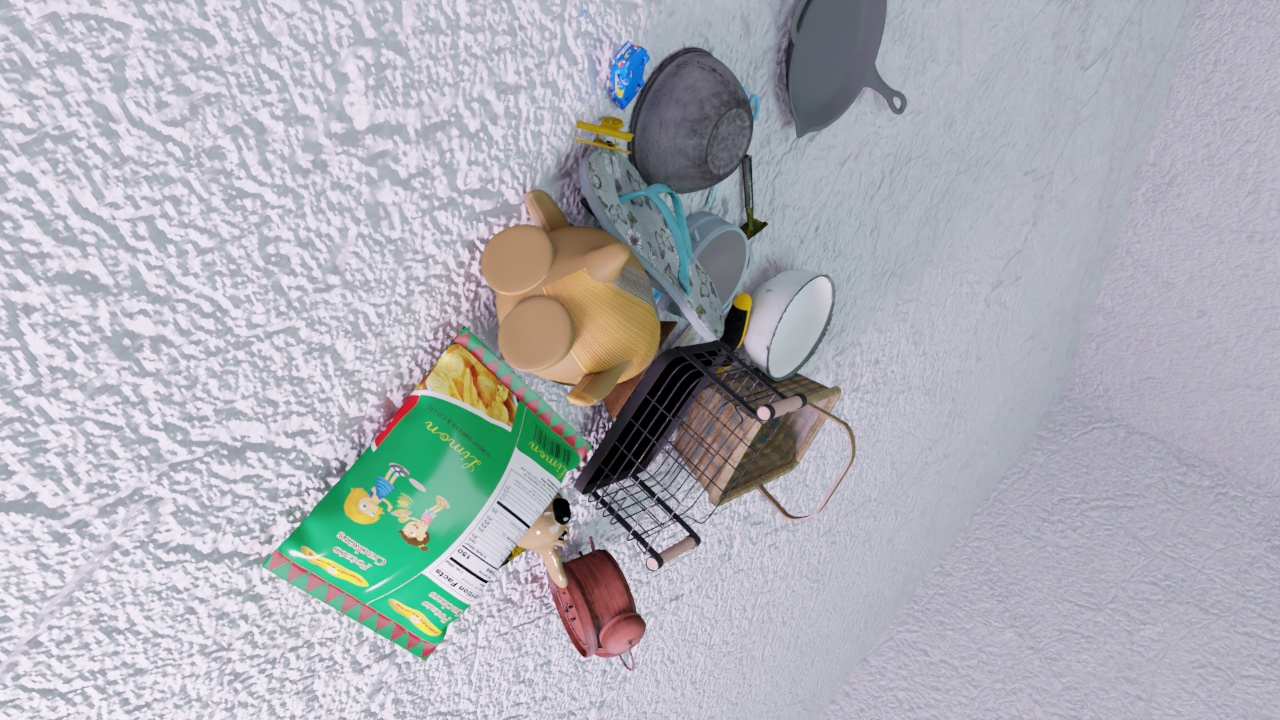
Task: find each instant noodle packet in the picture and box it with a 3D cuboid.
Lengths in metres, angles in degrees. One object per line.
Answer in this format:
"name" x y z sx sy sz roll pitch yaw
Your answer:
"instant noodle packet" -0.175 0.125 0.818 0.252 0.090 0.195 -52 129 -12

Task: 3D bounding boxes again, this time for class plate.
"plate" -0.006 0.006 0.994 0.131 0.025 0.131 -56 180 -1

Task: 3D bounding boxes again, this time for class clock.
"clock" -0.050 0.298 1.094 0.072 0.157 0.121 -21 163 -20
"clock" 0.077 -0.102 1.047 0.159 0.045 0.122 13 106 -56

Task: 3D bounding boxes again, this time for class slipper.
"slipper" 0.032 -0.119 0.895 0.269 0.055 0.098 46 36 -45

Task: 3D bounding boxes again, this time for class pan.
"pan" 0.254 -0.357 1.101 0.353 0.024 0.217 7 110 -56

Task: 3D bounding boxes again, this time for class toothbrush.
"toothbrush" 0.109 -0.002 1.196 0.030 0.031 0.197 -40 151 -53

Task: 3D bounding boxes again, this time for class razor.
"razor" 0.126 -0.191 1.065 0.042 0.026 0.106 -37 138 -28

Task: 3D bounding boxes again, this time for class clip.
"clip" -0.028 -0.208 0.819 0.047 0.053 0.039 -65 167 -63

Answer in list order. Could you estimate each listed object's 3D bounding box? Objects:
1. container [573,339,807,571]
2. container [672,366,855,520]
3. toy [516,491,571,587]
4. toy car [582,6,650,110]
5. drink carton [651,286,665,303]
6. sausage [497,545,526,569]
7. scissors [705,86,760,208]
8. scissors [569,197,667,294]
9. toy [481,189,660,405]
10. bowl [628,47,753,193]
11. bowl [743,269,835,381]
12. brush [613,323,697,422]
"container" 0.057 0.101 1.050 0.162 0.130 0.242 -10 138 -59
"container" 0.185 0.112 1.220 0.249 0.186 0.158 -12 134 -54
"toy" -0.122 0.168 0.945 0.108 0.134 0.106 5 155 -38
"toy car" -0.027 -0.263 0.798 0.033 0.062 0.092 -52 178 -13
"drink carton" -0.010 -0.060 0.962 0.129 0.044 0.038 -58 149 -5
"sausage" -0.138 0.208 1.028 0.154 0.020 0.020 -31 139 -38
"scissors" 0.097 -0.230 1.005 0.063 0.015 0.139 -16 135 -53
"scissors" -0.024 -0.102 0.901 0.137 0.019 0.129 -16 120 -28
"toy" -0.054 -0.037 0.839 0.163 0.198 0.203 -19 163 12
"bowl" 0.061 -0.224 0.899 0.144 0.067 0.145 -35 141 -34
"bowl" 0.187 -0.056 1.215 0.153 0.073 0.154 -36 142 -34
"brush" 0.036 -0.007 1.103 0.217 0.012 0.033 -48 147 -20
